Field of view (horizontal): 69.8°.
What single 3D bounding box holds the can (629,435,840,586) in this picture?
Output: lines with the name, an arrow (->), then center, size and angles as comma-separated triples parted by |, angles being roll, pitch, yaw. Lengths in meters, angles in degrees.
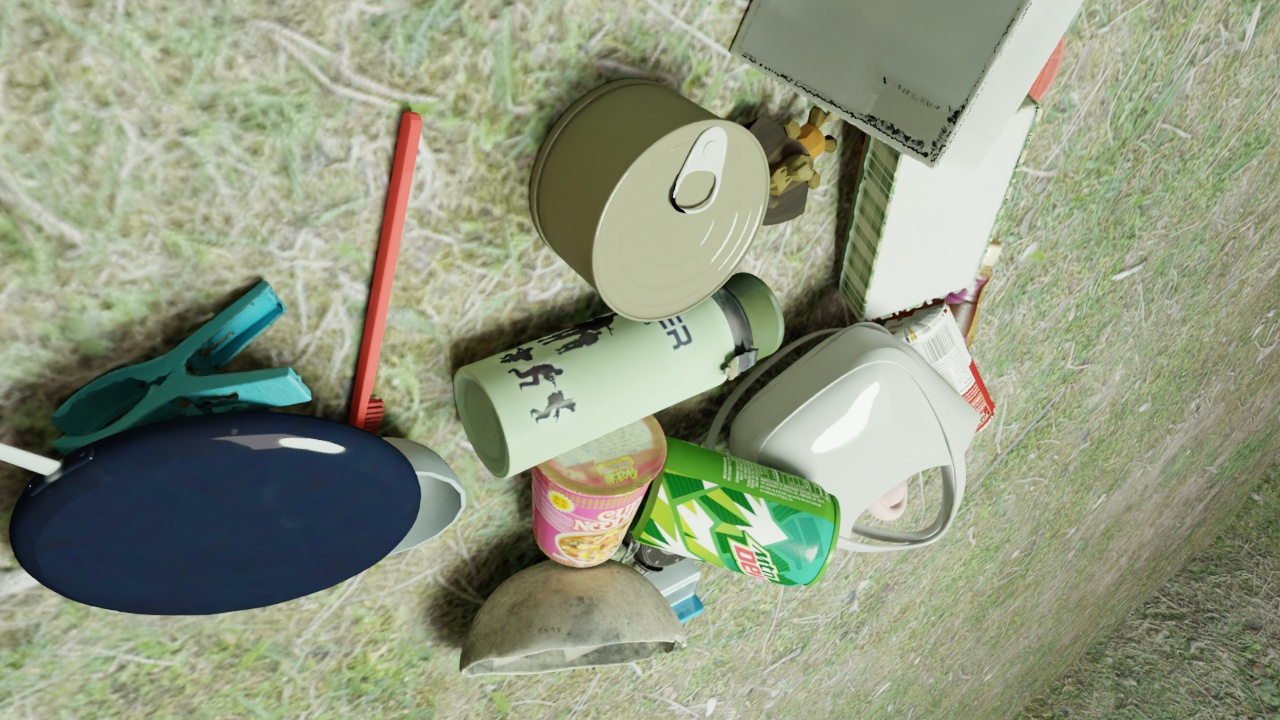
can -> 0.071, 0.116, 0.699 | 0.144, 0.083, 0.083 | 18, 116, -6

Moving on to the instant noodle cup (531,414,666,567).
instant noodle cup -> -0.039, 0.092, 0.665 | 0.097, 0.097, 0.109 | -20, 142, -30

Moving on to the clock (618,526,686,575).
clock -> 0.022, 0.136, 0.792 | 0.122, 0.044, 0.091 | -38, 140, -10

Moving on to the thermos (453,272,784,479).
thermos -> -0.004, 0.004, 0.622 | 0.230, 0.082, 0.082 | -21, 135, -28

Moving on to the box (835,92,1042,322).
box -> 0.221, -0.117, 0.705 | 0.117, 0.051, 0.206 | -20, 147, -8

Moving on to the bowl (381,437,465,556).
bowl -> -0.163, 0.080, 0.562 | 0.106, 0.039, 0.106 | -15, 147, -10

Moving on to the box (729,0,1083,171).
box -> 0.207, -0.295, 0.489 | 0.098, 0.166, 0.369 | 5, 121, -51

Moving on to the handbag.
handbag -> 0.185, 0.092, 0.789 | 0.216, 0.095, 0.222 | -39, 116, 12

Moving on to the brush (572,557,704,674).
brush -> -0.008, 0.233, 0.839 | 0.135, 0.055, 0.075 | -20, 139, -29

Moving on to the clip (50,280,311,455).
clip -> -0.220, 0.020, 0.441 | 0.119, 0.102, 0.027 | -25, 137, -6

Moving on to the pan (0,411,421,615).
pan -> -0.253, 0.059, 0.427 | 0.199, 0.021, 0.356 | -29, 145, 14

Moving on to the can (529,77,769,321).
can -> 0.005, -0.096, 0.550 | 0.127, 0.073, 0.128 | -25, 137, -26

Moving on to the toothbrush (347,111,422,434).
toothbrush -> -0.141, -0.036, 0.516 | 0.017, 0.012, 0.213 | -6, 127, -40

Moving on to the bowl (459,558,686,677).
bowl -> -0.057, 0.199, 0.726 | 0.178, 0.081, 0.179 | -8, 156, -4

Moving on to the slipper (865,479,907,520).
slipper -> 0.224, 0.071, 0.885 | 0.221, 0.056, 0.106 | 54, 37, -43

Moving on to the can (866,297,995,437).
can -> 0.257, 0.009, 0.829 | 0.086, 0.087, 0.116 | -36, 109, -13

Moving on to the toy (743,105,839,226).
toy -> 0.101, -0.137, 0.617 | 0.100, 0.063, 0.076 | -41, 123, -16

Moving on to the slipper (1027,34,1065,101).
slipper -> 0.260, -0.216, 0.696 | 0.248, 0.059, 0.104 | -13, 130, -37

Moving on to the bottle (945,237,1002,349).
bottle -> 0.296, -0.042, 0.880 | 0.059, 0.059, 0.166 | -9, 127, -38
